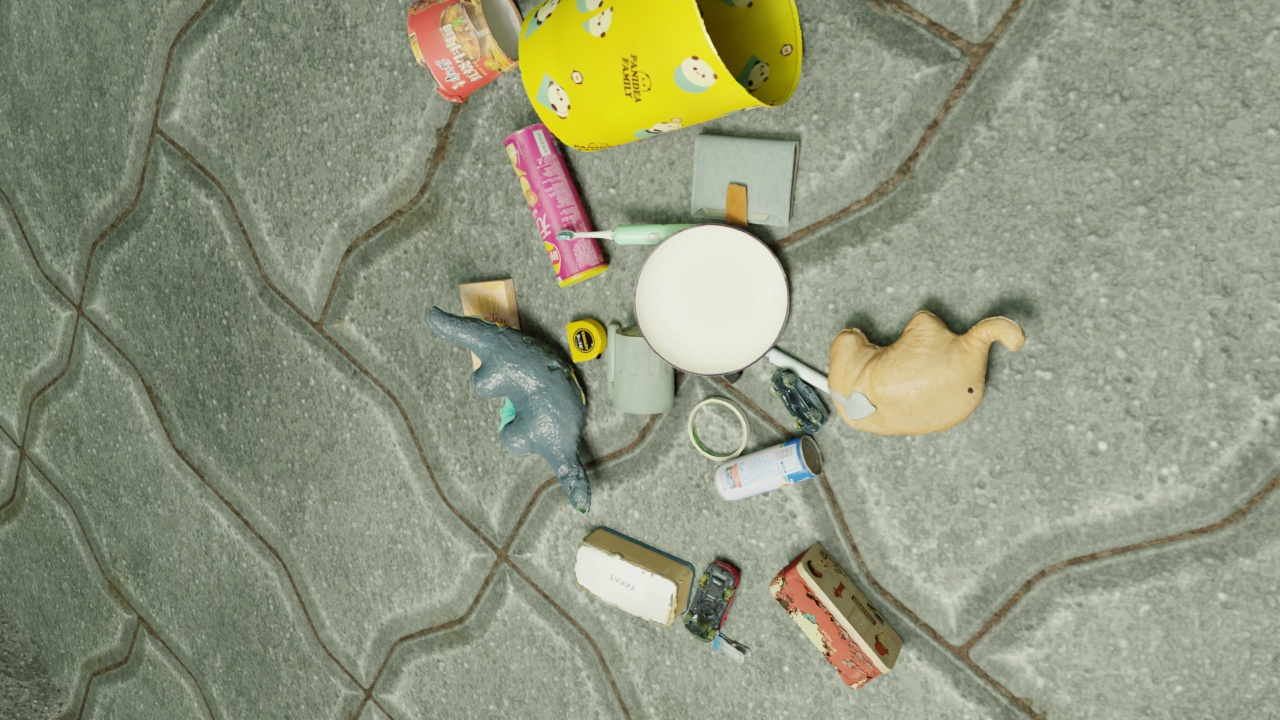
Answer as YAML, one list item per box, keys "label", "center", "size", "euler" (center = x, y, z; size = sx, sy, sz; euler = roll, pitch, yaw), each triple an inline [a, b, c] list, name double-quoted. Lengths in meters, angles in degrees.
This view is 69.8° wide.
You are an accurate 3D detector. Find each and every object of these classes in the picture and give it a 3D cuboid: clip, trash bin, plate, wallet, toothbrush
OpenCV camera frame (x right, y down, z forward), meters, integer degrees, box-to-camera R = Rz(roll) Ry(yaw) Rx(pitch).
- label: "clip"
  center: [0.128, 0.405, 1.293]
  size: [0.057, 0.029, 0.024]
  euler: [19, 110, 35]
- label: "trash bin"
  center: [0.015, -0.361, 1.035]
  size: [0.256, 0.229, 0.229]
  euler: [-10, 98, 37]
- label: "plate"
  center: [0.088, -0.077, 1.143]
  size: [0.192, 0.039, 0.192]
  euler: [1, 106, 5]
- label: "wallet"
  center: [0.123, -0.217, 1.112]
  size: [0.130, 0.036, 0.107]
  euler: [12, 109, 27]
- label: "toothbrush"
  center: [0.001, -0.161, 1.167]
  size: [0.225, 0.027, 0.026]
  euler: [2, 116, 13]

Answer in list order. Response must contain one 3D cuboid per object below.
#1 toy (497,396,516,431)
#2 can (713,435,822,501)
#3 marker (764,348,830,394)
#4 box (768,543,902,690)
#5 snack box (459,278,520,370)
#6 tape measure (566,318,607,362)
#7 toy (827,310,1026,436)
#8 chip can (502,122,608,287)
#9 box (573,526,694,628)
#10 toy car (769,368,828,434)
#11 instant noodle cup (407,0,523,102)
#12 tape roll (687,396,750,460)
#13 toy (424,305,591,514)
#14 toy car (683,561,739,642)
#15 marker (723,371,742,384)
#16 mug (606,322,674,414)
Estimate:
- label: "toy"
  center: [-0.178, 0.085, 1.374]
  size: [0.092, 0.030, 0.096]
  euler: [-1, 97, 28]
- label: "can"
  center: [0.162, 0.140, 1.177]
  size: [0.135, 0.053, 0.053]
  euler: [-23, 91, 33]
- label: "marker"
  center: [0.212, 0.022, 1.138]
  size: [0.131, 0.018, 0.023]
  euler: [30, 126, 19]
- label: "box"
  center: [0.241, 0.327, 1.161]
  size: [0.168, 0.091, 0.077]
  euler: [49, 118, 10]
- label: "snack box"
  center: [-0.217, -0.040, 1.363]
  size: [0.085, 0.026, 0.157]
  euler: [-2, 103, 30]
- label: "tape measure"
  center: [-0.073, -0.030, 1.281]
  size: [0.057, 0.028, 0.060]
  euler: [-9, 99, 32]
- label: "toy"
  center: [0.323, 0.016, 1.036]
  size: [0.226, 0.082, 0.143]
  euler: [-13, 104, 30]
- label: "chip can"
  center: [-0.114, -0.208, 1.231]
  size: [0.072, 0.071, 0.210]
  euler: [-21, 92, 32]
- label: "box"
  center: [-0.006, 0.313, 1.321]
  size: [0.184, 0.059, 0.090]
  euler: [20, 113, 22]
- label: "toy car"
  center: [0.198, 0.049, 1.139]
  size: [0.090, 0.034, 0.043]
  euler: [54, 153, 5]
- label: "instant noodle cup"
  center: [-0.220, -0.425, 1.203]
  size: [0.109, 0.137, 0.138]
  euler: [-15, 96, 23]
- label: "tape roll"
  center: [0.104, 0.091, 1.221]
  size: [0.086, 0.013, 0.086]
  euler: [9, 108, 28]
- label: "toy"
  center: [-0.153, 0.049, 1.290]
  size: [0.356, 0.137, 0.092]
  euler: [55, 151, -1]
- label: "toy car"
  center: [0.101, 0.334, 1.271]
  size: [0.053, 0.045, 0.121]
  euler: [29, 111, 23]
- label: "marker"
  center: [0.081, -0.021, 1.199]
  size: [0.132, 0.020, 0.022]
  euler: [46, 165, 12]
- label: "mug"
  center: [-0.007, 0.007, 1.231]
  size: [0.124, 0.083, 0.103]
  euler: [19, 113, 51]
